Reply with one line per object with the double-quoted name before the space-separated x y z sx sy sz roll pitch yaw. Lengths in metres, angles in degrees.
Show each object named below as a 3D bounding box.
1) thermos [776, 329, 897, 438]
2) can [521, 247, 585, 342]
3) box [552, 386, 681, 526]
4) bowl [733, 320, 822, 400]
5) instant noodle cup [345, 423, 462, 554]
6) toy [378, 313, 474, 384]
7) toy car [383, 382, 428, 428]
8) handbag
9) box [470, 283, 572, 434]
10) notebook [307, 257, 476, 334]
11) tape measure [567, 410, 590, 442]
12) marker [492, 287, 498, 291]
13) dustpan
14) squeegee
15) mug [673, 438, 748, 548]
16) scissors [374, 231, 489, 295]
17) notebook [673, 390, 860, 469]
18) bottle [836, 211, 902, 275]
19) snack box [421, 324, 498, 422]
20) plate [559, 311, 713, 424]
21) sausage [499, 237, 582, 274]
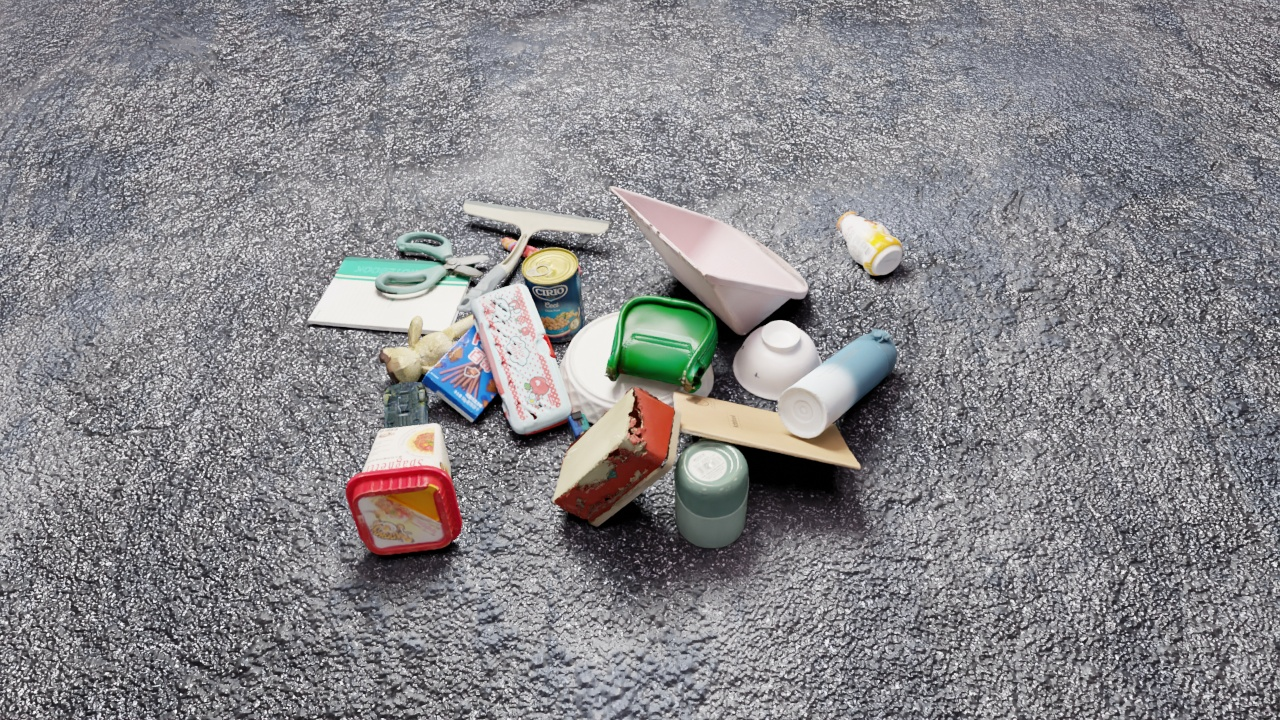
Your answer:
"thermos" 0.247 0.022 1.118 0.070 0.070 0.219 29 36 26
"can" -0.117 -0.088 1.255 0.075 0.111 0.075 -3 45 3
"box" -0.036 0.107 1.019 0.079 0.169 0.091 28 45 -18
"bowl" 0.181 -0.012 1.197 0.118 0.065 0.118 -2 48 2
"instant noodle cup" -0.266 0.142 1.056 0.116 0.117 0.124 -7 36 -3
"toy" -0.271 -0.015 1.237 0.157 0.066 0.105 -28 94 -26
"toy car" -0.295 0.081 1.160 0.054 0.037 0.120 -8 57 -5
"handbag" 0.028 -0.017 1.146 0.131 0.068 0.119 10 49 12
"box" -0.155 -0.003 1.177 0.087 0.049 0.201 -18 70 -14
"notebook" -0.360 -0.098 1.347 0.209 0.012 0.150 4 46 8
"tape measure" -0.071 0.091 1.122 0.025 0.058 0.054 -14 44 -10
"marker" -0.183 -0.096 1.333 0.124 0.015 0.018 5 47 12
"dustpan" 0.112 -0.157 1.245 0.139 0.273 0.222 -42 57 0
"squeegee" -0.200 -0.137 1.331 0.247 0.039 0.245 11 45 18
"mug" 0.078 0.136 1.036 0.082 0.106 0.111 -5 46 0
"scissors" -0.319 -0.135 1.360 0.174 0.019 0.177 23 50 24
"notebook" 0.141 0.079 1.072 0.207 0.008 0.147 12 14 -2
"bottle" 0.331 -0.174 1.339 0.063 0.063 0.108 -21 50 -16
"snack box" -0.205 -0.001 1.211 0.084 0.026 0.156 40 55 -3
"plate" -0.007 0.007 1.205 0.205 0.046 0.204 -1 47 1
"sausage" -0.152 -0.156 1.383 0.156 0.020 0.020 23 52 23
